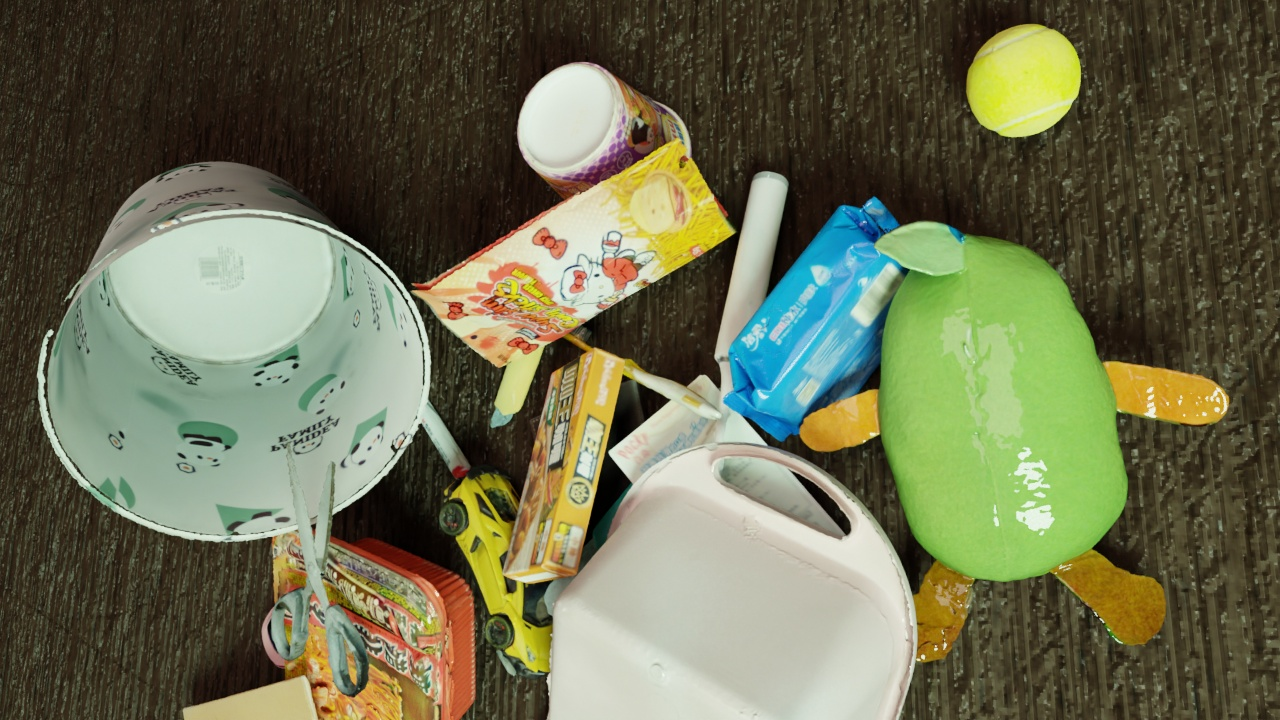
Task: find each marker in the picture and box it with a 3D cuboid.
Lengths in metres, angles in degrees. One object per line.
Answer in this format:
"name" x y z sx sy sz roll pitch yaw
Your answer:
"marker" -0.177 0.041 0.753 0.017 0.017 0.145 -44 65 12

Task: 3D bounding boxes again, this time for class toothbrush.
"toothbrush" 0.067 -0.026 0.612 0.026 0.026 0.220 -3 65 39
"toothbrush" -0.004 0.004 0.640 0.191 0.016 0.018 27 81 50

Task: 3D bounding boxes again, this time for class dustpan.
"dustpan" 0.056 0.196 0.567 0.223 0.138 0.274 25 134 27

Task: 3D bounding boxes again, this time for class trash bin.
"trash bin" -0.299 -0.031 0.682 0.230 0.229 0.252 -56 35 6

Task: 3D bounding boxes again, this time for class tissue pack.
"tissue pack" 0.116 -0.021 0.577 0.157 0.095 0.052 -54 51 8

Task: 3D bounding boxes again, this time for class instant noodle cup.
"instant noodle cup" -0.187 0.208 0.669 0.165 0.078 0.189 15 113 28
"instant noodle cup" -0.030 -0.159 0.673 0.112 0.099 0.111 -5 78 24

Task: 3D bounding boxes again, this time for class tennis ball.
"tennis ball" 0.234 -0.171 0.562 0.066 0.065 0.065 -5 78 25

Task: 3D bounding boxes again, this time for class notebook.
"notebook" -0.292 0.330 0.711 0.208 0.008 0.147 -26 79 38

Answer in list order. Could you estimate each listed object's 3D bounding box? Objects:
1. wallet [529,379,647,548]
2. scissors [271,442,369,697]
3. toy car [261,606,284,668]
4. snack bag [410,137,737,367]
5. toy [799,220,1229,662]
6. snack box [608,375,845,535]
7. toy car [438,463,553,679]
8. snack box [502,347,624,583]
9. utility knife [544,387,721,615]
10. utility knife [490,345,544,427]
"wallet" -0.031 0.085 0.671 0.096 0.020 0.122 -20 69 22
"scissors" -0.219 0.146 0.615 0.175 0.014 0.159 -43 78 35
"toy car" -0.267 0.203 0.755 0.122 0.037 0.056 -43 66 12
"snack bag" -0.042 -0.070 0.642 0.208 0.128 0.073 -31 60 9
"toy" 0.200 0.041 0.518 0.227 0.089 0.246 -8 87 22
"snack box" 0.059 0.094 0.599 0.084 0.027 0.157 -39 70 -4
"toy car" -0.092 0.150 0.660 0.041 0.071 0.155 -32 70 21
"snack box" -0.052 0.072 0.625 0.075 0.026 0.153 -29 44 57
"utility knife" 0.003 0.094 0.632 0.029 0.013 0.205 39 86 19
"utility knife" -0.086 -0.023 0.720 0.031 0.018 0.165 21 88 32
